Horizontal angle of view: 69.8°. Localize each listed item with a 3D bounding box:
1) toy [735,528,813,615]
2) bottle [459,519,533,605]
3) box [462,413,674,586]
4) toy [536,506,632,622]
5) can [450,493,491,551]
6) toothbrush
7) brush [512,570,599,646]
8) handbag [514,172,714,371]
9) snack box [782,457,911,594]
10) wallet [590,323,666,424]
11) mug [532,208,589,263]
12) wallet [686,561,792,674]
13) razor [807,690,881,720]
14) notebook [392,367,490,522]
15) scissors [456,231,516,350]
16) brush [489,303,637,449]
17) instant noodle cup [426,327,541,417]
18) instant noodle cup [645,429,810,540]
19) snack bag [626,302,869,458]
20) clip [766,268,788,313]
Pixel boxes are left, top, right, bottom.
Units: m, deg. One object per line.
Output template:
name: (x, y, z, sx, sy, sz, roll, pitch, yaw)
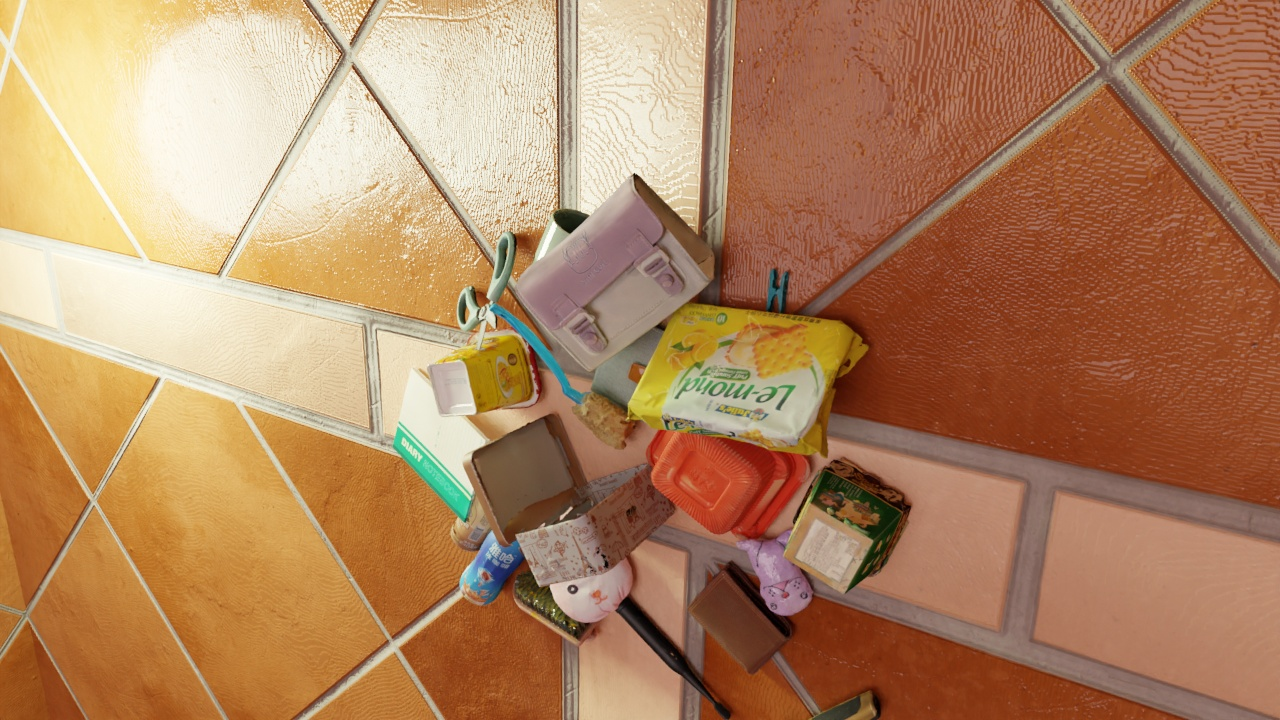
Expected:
toy: (0.173, 0.261, 1.124, 0.084, 0.039, 0.108, -18, 92, 15)
bottle: (-0.204, 0.285, 1.357, 0.065, 0.065, 0.219, 46, 130, 13)
box: (-0.085, 0.163, 1.181, 0.158, 0.180, 0.197, -23, 91, 38)
toy: (-0.084, 0.285, 1.287, 0.121, 0.054, 0.159, -40, 74, 9)
can: (-0.238, 0.233, 1.380, 0.058, 0.058, 0.117, 45, 124, 15)
toothbrush: (0.046, 0.413, 1.267, 0.212, 0.026, 0.027, 44, 159, 13)
brush: (-0.128, 0.361, 1.348, 0.146, 0.063, 0.073, 22, 146, 28)
handbag: (-0.031, -0.098, 1.065, 0.197, 0.098, 0.145, -37, 108, 24)
snack box: (0.221, 0.191, 1.023, 0.118, 0.105, 0.118, 30, 118, 20)
wallet: (-0.007, 0.007, 1.166, 0.106, 0.036, 0.130, 31, 120, 24)
mug: (-0.078, -0.118, 1.153, 0.112, 0.082, 0.107, 26, 120, -2)
wallet: (0.128, 0.335, 1.184, 0.124, 0.032, 0.101, 45, 127, 15)
razor: (0.231, 0.457, 1.139, 0.067, 0.062, 0.168, 36, 121, -16)
notebook: (-0.304, 0.125, 1.383, 0.209, 0.012, 0.151, 37, 119, 35)
scissors: (-0.215, -0.088, 1.250, 0.182, 0.019, 0.170, -14, 61, 55)
brush: (-0.099, 0.020, 1.175, 0.254, 0.045, 0.083, 47, 161, -9)
instant noodle cup: (-0.216, 0.023, 1.258, 0.116, 0.123, 0.116, -5, 101, 35)
instant noodle cup: (0.093, 0.131, 1.113, 0.189, 0.078, 0.165, 36, 126, 14)
snack bag: (0.116, 0.021, 1.027, 0.247, 0.157, 0.068, 9, 150, 33)
clip: (0.155, -0.076, 1.044, 0.045, 0.014, 0.057, 12, 110, 29)
